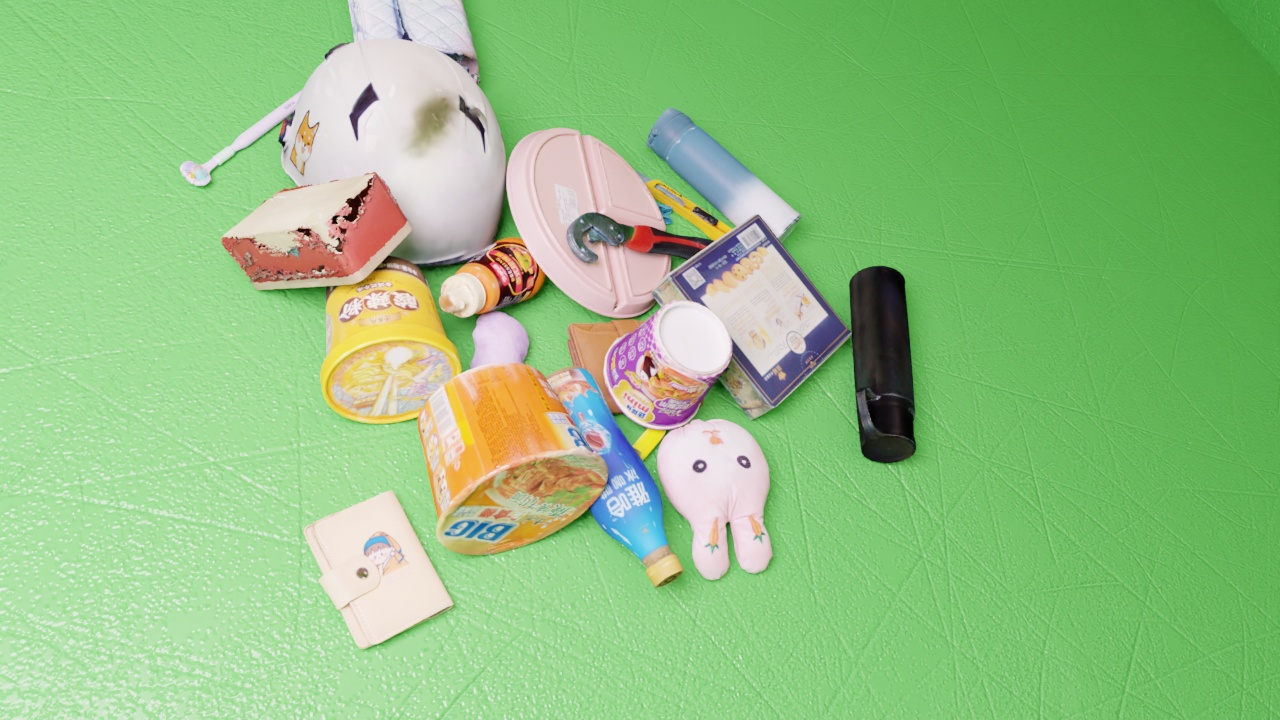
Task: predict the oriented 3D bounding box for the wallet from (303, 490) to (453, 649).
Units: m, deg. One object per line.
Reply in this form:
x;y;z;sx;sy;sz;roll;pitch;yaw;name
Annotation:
-0.218;0.171;0.753;0.087;0.024;0.115;-22;70;-33;wallet

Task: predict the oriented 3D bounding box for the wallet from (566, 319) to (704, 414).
-0.006;0.006;0.960;0.131;0.031;0.107;-2;61;-28;wallet

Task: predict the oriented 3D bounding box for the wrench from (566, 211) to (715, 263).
0.019;-0.128;1.017;0.272;0.016;0.056;-2;72;-48;wrench

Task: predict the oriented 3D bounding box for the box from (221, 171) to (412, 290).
-0.295;-0.118;0.814;0.091;0.169;0.076;-56;132;-36;box

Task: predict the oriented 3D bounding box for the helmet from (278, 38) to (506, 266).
-0.240;-0.233;0.932;0.229;0.157;0.273;-5;60;-28;helmet

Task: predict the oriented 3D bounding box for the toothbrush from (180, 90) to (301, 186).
-0.399;-0.237;0.949;0.029;0.021;0.188;41;47;-12;toothbrush

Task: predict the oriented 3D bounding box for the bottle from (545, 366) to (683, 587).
-0.027;0.107;0.844;0.065;0.065;0.218;-16;62;-32;bottle

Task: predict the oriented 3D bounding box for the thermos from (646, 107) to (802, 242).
0.101;-0.228;1.146;0.220;0.070;0.070;44;51;8;thermos

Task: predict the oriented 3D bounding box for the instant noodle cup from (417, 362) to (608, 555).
-0.117;0.080;0.788;0.151;0.152;0.111;-9;54;-30;instant noodle cup

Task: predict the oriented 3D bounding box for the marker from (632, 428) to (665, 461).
-0.013;0.104;0.900;0.018;0.015;0.123;37;53;8;marker

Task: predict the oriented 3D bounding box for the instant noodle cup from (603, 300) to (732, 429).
0.031;0.000;0.901;0.111;0.099;0.111;11;60;-20;instant noodle cup

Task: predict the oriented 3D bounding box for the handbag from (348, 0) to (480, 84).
-0.272;-0.408;1.090;0.134;0.076;0.193;-2;60;-27;handbag

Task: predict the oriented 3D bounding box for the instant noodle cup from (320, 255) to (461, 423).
-0.229;-0.023;0.825;0.118;0.119;0.114;-1;51;-25;instant noodle cup

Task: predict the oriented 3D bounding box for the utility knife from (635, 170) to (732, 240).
0.059;-0.184;1.128;0.181;0.015;0.033;33;48;0;utility knife

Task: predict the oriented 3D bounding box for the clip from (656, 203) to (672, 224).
0.013;-0.181;1.106;0.057;0.014;0.047;13;56;-18;clip

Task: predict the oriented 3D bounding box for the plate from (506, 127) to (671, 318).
-0.047;-0.155;0.998;0.229;0.028;0.229;26;51;-36;plate

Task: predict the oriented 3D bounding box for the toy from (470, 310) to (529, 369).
-0.135;-0.002;0.899;0.083;0.039;0.107;24;47;-32;toy

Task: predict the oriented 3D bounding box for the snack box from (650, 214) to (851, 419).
0.128;-0.053;1.029;0.177;0.046;0.182;-37;89;-39;snack box

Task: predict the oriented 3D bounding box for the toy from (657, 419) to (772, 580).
0.079;0.132;0.901;0.121;0.054;0.159;-4;68;-27;toy

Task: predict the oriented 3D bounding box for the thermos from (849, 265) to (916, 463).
0.277;-0.006;1.064;0.090;0.069;0.241;44;40;-39;thermos

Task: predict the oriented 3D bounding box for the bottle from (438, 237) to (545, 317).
-0.150;-0.077;0.901;0.067;0.067;0.149;40;30;5;bottle
